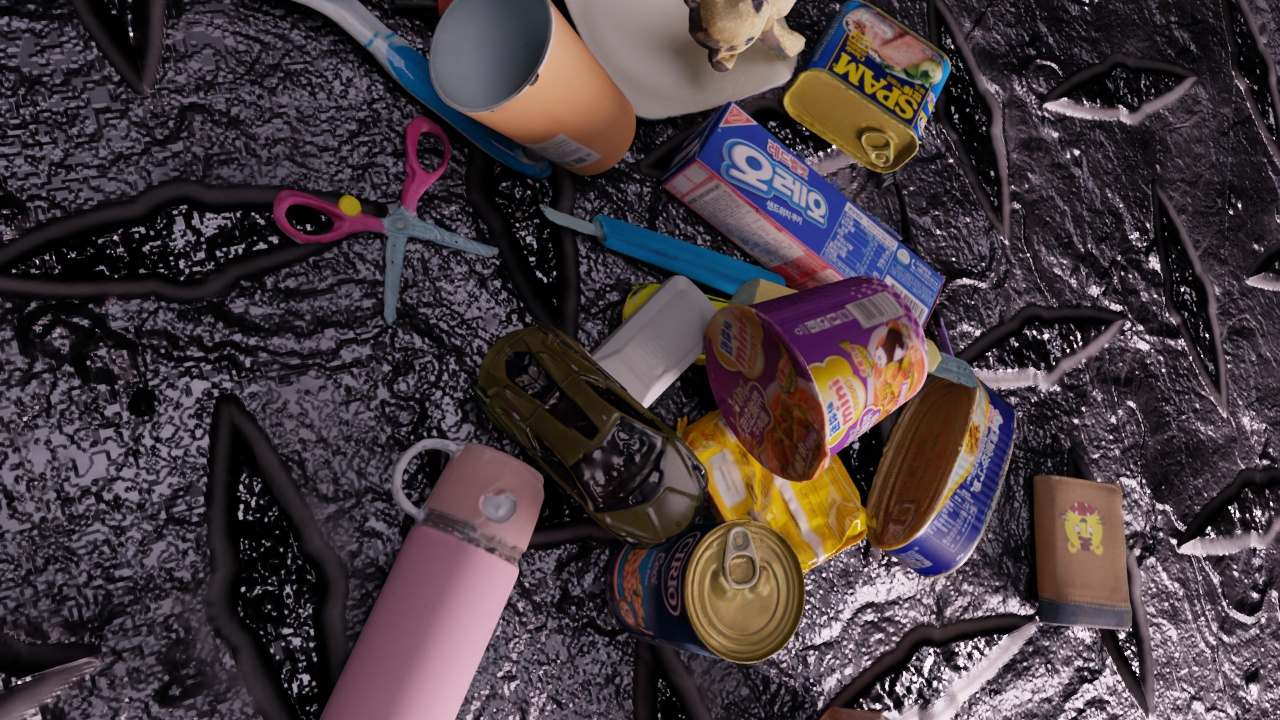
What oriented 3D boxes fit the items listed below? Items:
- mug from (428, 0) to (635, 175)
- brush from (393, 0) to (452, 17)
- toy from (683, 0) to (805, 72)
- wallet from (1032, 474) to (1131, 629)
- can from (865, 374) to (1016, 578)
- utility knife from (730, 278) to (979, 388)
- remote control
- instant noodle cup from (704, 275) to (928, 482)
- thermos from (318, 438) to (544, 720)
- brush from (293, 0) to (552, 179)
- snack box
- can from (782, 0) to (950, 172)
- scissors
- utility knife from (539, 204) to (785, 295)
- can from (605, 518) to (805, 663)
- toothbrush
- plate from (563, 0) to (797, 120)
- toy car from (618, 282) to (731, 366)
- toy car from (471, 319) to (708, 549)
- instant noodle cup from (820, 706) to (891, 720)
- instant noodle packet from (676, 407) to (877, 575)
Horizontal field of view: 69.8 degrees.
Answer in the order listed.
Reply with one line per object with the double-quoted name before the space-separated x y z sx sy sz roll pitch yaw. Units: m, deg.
"mug" -0.054 -0.155 0.532 0.122 0.078 0.078 23 67 -62
"brush" -0.124 -0.282 0.562 0.069 0.063 0.145 -6 85 -11
"toy" 0.095 -0.259 0.616 0.157 0.066 0.105 -41 116 -17
"wallet" 0.347 0.150 0.718 0.090 0.033 0.115 8 75 -22
"can" 0.211 0.077 0.646 0.049 0.075 0.148 35 67 -19
"utility knife" 0.148 -0.019 0.617 0.183 0.019 0.030 17 68 -3
"remote control" -0.003 0.003 0.573 0.125 0.024 0.049 -45 99 -3
"instant noodle cup" 0.109 0.003 0.552 0.099 0.112 0.111 -23 91 -25
"thermos" -0.122 0.139 0.492 0.087 0.067 0.198 27 73 -18
"brush" -0.174 -0.216 0.523 0.314 0.110 0.060 29 55 -9
"snack box" 0.114 -0.090 0.639 0.207 0.058 0.057 35 69 -15
"can" 0.169 -0.204 0.677 0.102 0.057 0.083 31 68 -6
"scissors" -0.147 -0.087 0.548 0.133 0.017 0.134 14 76 -26
"utility knife" 0.018 -0.071 0.612 0.182 0.018 0.034 18 36 -19
"can" 0.034 0.133 0.538 0.075 0.111 0.075 5 77 -24
"toothbrush" 0.211 -0.075 0.704 0.016 0.014 0.189 -18 89 -18
"plate" 0.019 -0.247 0.635 0.163 0.034 0.164 -23 91 -25
"toy car" 0.037 -0.023 0.609 0.105 0.032 0.048 11 78 -20
"toy car" -0.029 0.041 0.526 0.158 0.042 0.070 39 85 19
"instant noodle cup" 0.160 0.290 0.575 0.124 0.116 0.116 41 67 1
"instant noodle packet" 0.087 0.078 0.607 0.110 0.044 0.128 -26 90 -23
